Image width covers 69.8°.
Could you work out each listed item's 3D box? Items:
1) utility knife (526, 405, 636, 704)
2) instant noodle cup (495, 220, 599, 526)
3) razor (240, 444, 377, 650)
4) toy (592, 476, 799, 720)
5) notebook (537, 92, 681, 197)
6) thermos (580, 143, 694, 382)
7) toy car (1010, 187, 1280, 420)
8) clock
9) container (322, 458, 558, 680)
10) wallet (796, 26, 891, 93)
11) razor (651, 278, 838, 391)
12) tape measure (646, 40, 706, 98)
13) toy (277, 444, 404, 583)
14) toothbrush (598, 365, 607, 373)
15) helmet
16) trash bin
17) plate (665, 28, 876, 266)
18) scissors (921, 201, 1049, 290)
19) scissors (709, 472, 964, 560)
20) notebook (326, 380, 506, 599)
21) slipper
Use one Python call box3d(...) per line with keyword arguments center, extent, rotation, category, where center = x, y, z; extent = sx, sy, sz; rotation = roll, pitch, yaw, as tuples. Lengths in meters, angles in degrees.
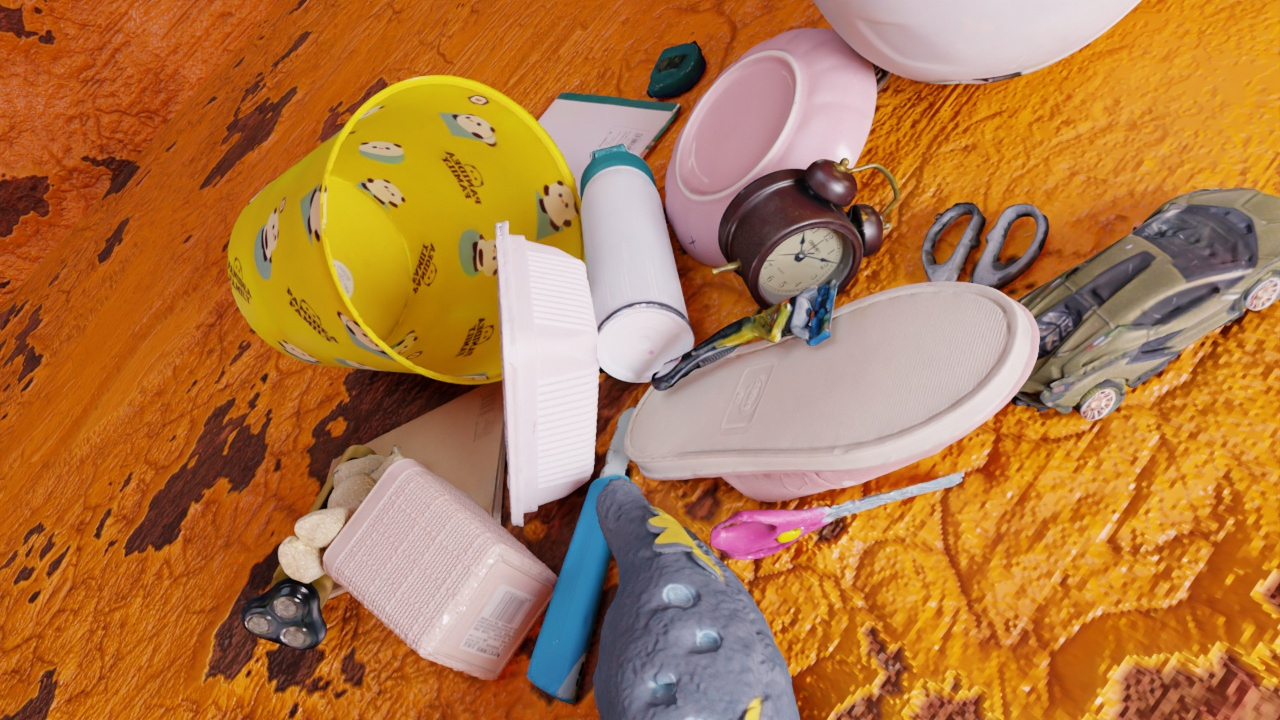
box3d(center=(-0.028, 0.112, 0.581), extent=(0.034, 0.018, 0.202), rotation=(-1, 55, 27), category="utility knife")
box3d(center=(-0.063, 0.009, 0.606), extent=(0.060, 0.174, 0.137), rotation=(-2, 43, -10), category="instant noodle cup")
box3d(center=(-0.245, 0.138, 0.711), extent=(0.068, 0.062, 0.167), rotation=(126, 164, -48), category="razor")
box3d(center=(0.012, 0.189, 0.423), extent=(0.138, 0.091, 0.355), rotation=(-32, 37, 36), category="toy")
box3d(center=(-0.067, -0.199, 0.892), extent=(0.150, 0.012, 0.209), rotation=(-53, 39, -9), category="notebook")
box3d(center=(-0.009, -0.081, 0.683), extent=(0.073, 0.073, 0.223), rotation=(-31, 38, 18), category="thermos")
box3d(center=(0.242, -0.032, 0.445), extent=(0.158, 0.042, 0.070), rotation=(-36, 40, 9), category="toy car")
box3d(center=(0.105, -0.081, 0.578), extent=(0.122, 0.082, 0.055), rotation=(-35, 44, 15), category="clock")
box3d(center=(-0.123, 0.135, 0.582), extent=(0.111, 0.090, 0.089), rotation=(28, 78, 39), category="container")
box3d(center=(0.131, -0.216, 0.715), extent=(0.090, 0.033, 0.115), rotation=(-41, 35, 8), category="wallet")
box3d(center=(0.053, -0.011, 0.539), extent=(0.143, 0.022, 0.042), rotation=(-26, 33, 44), category="razor")
box3d(center=(0.034, -0.272, 0.855), extent=(0.055, 0.025, 0.058), rotation=(-2, 56, 42), category="tape measure")
box3d(center=(-0.208, 0.108, 0.653), extent=(0.157, 0.066, 0.105), rotation=(-74, 9, -79), category="toy")
box3d(center=(-0.004, 0.004, 0.656), extent=(0.181, 0.018, 0.015), rotation=(0, 49, 40), category="toothbrush")
box3d(center=(0.233, -0.268, 0.574), extent=(0.259, 0.146, 0.229), rotation=(-31, 41, 4), category="helmet")
box3d(center=(-0.212, -0.091, 0.774), extent=(0.256, 0.229, 0.229), rotation=(-4, 54, 47), category="trash bin")
box3d(center=(0.081, -0.163, 0.669), extent=(0.193, 0.039, 0.192), rotation=(-31, 46, 38), category="plate")
box3d(center=(0.176, -0.020, 0.515), extent=(0.143, 0.014, 0.172), rotation=(-23, 44, 28), category="scissors")
box3d(center=(0.100, 0.076, 0.471), extent=(0.136, 0.064, 0.017), rotation=(-20, 56, 17), category="scissors")
box3d(center=(-0.190, 0.104, 0.741), extent=(0.212, 0.012, 0.149), rotation=(-25, 42, 24), category="notebook")
box3d(center=(0.093, 0.026, 0.514), extent=(0.275, 0.054, 0.114), rotation=(-17, 42, 47), category="slipper")
